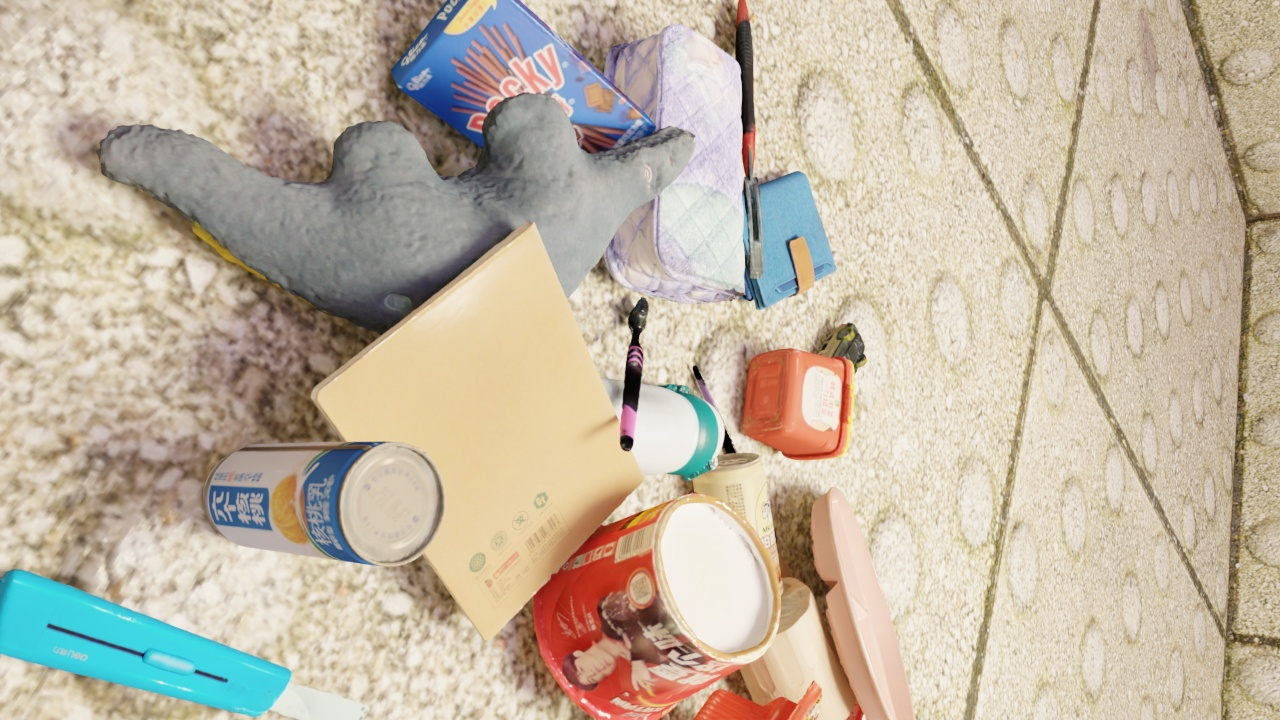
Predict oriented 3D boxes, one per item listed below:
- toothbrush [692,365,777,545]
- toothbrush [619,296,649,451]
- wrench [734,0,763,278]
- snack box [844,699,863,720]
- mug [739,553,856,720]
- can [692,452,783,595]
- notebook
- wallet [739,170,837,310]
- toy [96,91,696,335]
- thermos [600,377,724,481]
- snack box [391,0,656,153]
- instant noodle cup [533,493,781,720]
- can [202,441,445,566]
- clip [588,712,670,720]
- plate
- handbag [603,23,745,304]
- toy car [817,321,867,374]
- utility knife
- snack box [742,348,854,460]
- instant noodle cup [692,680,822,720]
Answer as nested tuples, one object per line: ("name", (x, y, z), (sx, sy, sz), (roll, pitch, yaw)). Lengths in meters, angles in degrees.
("toothbrush", (0.079, 0.086, 0.778), (0.016, 0.014, 0.189), (-37, 113, -30))
("toothbrush", (-0.004, 0.004, 0.624), (0.014, 0.018, 0.188), (18, 29, -7))
("wrench", (0.091, -0.197, 0.777), (0.056, 0.016, 0.273), (79, 10, -69))
("snack box", (0.131, 0.359, 0.774), (0.058, 0.057, 0.206), (54, 50, -32))
("mug", (0.125, 0.236, 0.773), (0.103, 0.084, 0.124), (66, 21, -18))
("can", (0.078, 0.136, 0.736), (0.058, 0.059, 0.116), (-14, 96, -48))
("notebook", (-0.075, 0.047, 0.520), (0.147, 0.008, 0.208), (-43, 132, -26))
("wallet", (0.125, -0.110, 0.833), (0.132, 0.040, 0.106), (-27, 101, -45))
("toy", (-0.099, -0.079, 0.528), (0.355, 0.091, 0.138), (-14, 102, -35))
("thermos", (-0.028, 0.041, 0.626), (0.223, 0.073, 0.073), (11, 78, -47))
("snack box", (-0.070, -0.167, 0.590), (0.157, 0.085, 0.026), (31, 22, -41))
("instant noodle cup", (0.015, 0.157, 0.596), (0.137, 0.109, 0.137), (25, 47, -30))
("can", (-0.153, 0.065, 0.432), (0.053, 0.135, 0.053), (6, 81, -48))
("clip", (-0.008, 0.246, 0.660), (0.103, 0.093, 0.035), (-89, 154, -67))
("plate", (0.196, 0.226, 0.816), (0.229, 0.028, 0.229), (-20, 90, -74))
("handbag", (0.028, -0.145, 0.701), (0.134, 0.076, 0.193), (8, 81, -52))
("toy car", (0.190, 0.004, 0.891), (0.042, 0.035, 0.090), (56, 50, -26))
("utility knife", (-0.212, 0.150, 0.446), (0.199, 0.018, 0.034), (39, 58, -40))
("snack box", (0.137, 0.036, 0.800), (0.080, 0.082, 0.091), (19, 71, -35))
("instant noodle cup", (0.050, 0.315, 0.639), (0.188, 0.079, 0.165), (-42, 151, -43))
